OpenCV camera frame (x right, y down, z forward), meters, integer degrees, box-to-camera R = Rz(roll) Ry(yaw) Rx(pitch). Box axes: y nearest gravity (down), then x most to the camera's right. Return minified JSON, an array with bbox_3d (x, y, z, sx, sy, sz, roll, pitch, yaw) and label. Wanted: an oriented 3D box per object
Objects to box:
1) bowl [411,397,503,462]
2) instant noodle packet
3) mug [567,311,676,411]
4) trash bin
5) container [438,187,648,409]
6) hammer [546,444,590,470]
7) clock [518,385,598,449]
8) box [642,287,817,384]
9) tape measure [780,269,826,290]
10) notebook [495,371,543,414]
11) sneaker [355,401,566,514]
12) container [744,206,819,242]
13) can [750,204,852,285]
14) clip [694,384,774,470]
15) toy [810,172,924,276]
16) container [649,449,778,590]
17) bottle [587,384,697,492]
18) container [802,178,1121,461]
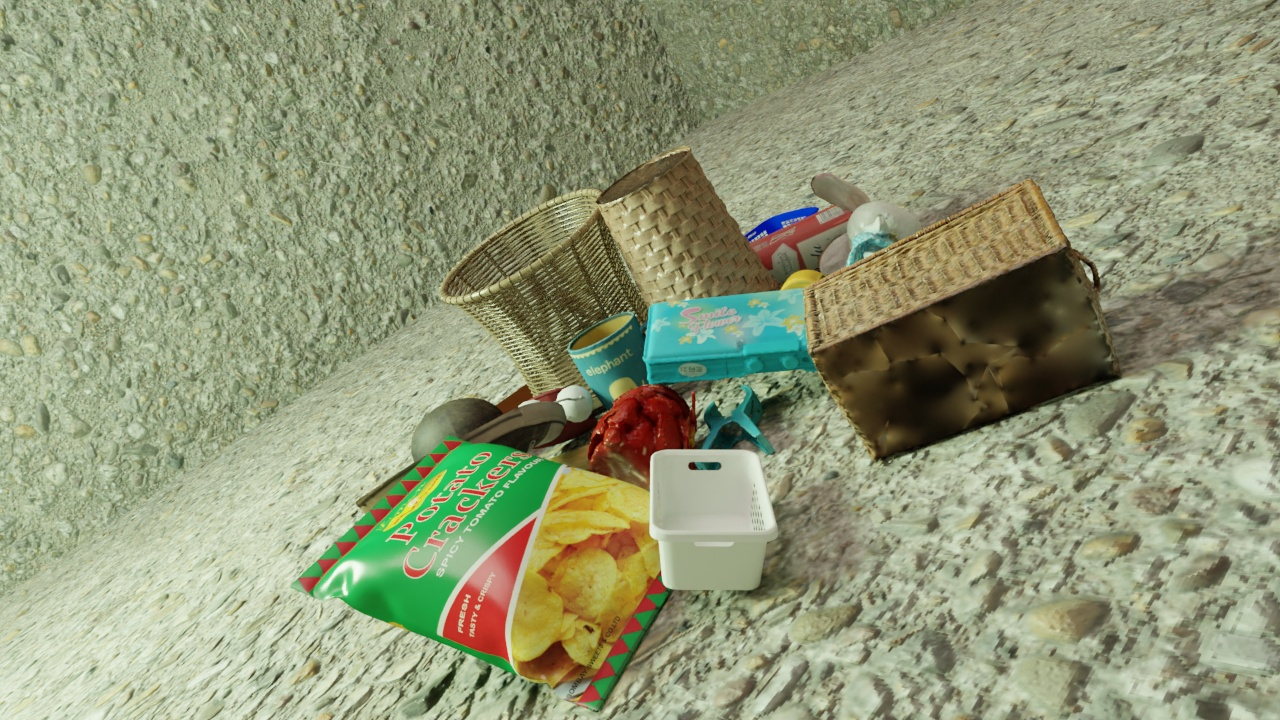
[{"bbox_3d":[-0.223,0.078,1.097,0.121,0.056,0.121,-26,-2,-1],"label":"bowl"},{"bbox_3d":[-0.098,0.142,0.687,0.253,0.090,0.195,13,36,23],"label":"instant noodle packet"},{"bbox_3d":[-0.006,0.006,0.992,0.112,0.104,0.084,-25,16,12],"label":"mug"},{"bbox_3d":[0.054,-0.113,1.013,0.151,0.210,0.151,-28,19,11],"label":"trash bin"},{"bbox_3d":[-0.093,-0.065,1.115,0.227,0.196,0.226,-26,25,13],"label":"container"},{"bbox_3d":[-0.127,0.126,0.979,0.331,0.033,0.131,-21,20,32],"label":"hammer"},{"bbox_3d":[-0.093,0.061,1.007,0.087,0.044,0.125,-19,-15,-5],"label":"clock"},{"bbox_3d":[0.124,-0.036,0.862,0.227,0.074,0.180,-5,15,10],"label":"box"},{"bbox_3d":[0.176,-0.066,0.966,0.068,0.059,0.030,-19,20,37],"label":"tape measure"},{"bbox_3d":[-0.156,0.062,1.249,0.208,0.022,0.172,-36,15,-20],"label":"notebook"},{"bbox_3d":[-0.137,0.123,0.858,0.095,0.120,0.234,-33,-2,38],"label":"sneaker"},{"bbox_3d":[0.188,-0.151,1.207,0.096,0.058,0.114,-37,17,-23],"label":"container"},{"bbox_3d":[0.196,-0.135,1.109,0.170,0.067,0.067,-23,17,10],"label":"can"},{"bbox_3d":[0.070,0.067,0.819,0.113,0.028,0.126,-22,19,23],"label":"clip"},{"bbox_3d":[0.253,-0.127,0.964,0.106,0.131,0.205,-14,23,1],"label":"toy"},{"bbox_3d":[0.047,0.110,0.633,0.081,0.049,0.129,0,18,1],"label":"container"},{"bbox_3d":[0.007,0.072,0.807,0.099,0.099,0.111,-23,11,25],"label":"bottle"},{"bbox_3d":[0.222,-0.024,0.654,0.199,0.114,0.112,-26,21,23],"label":"container"}]
